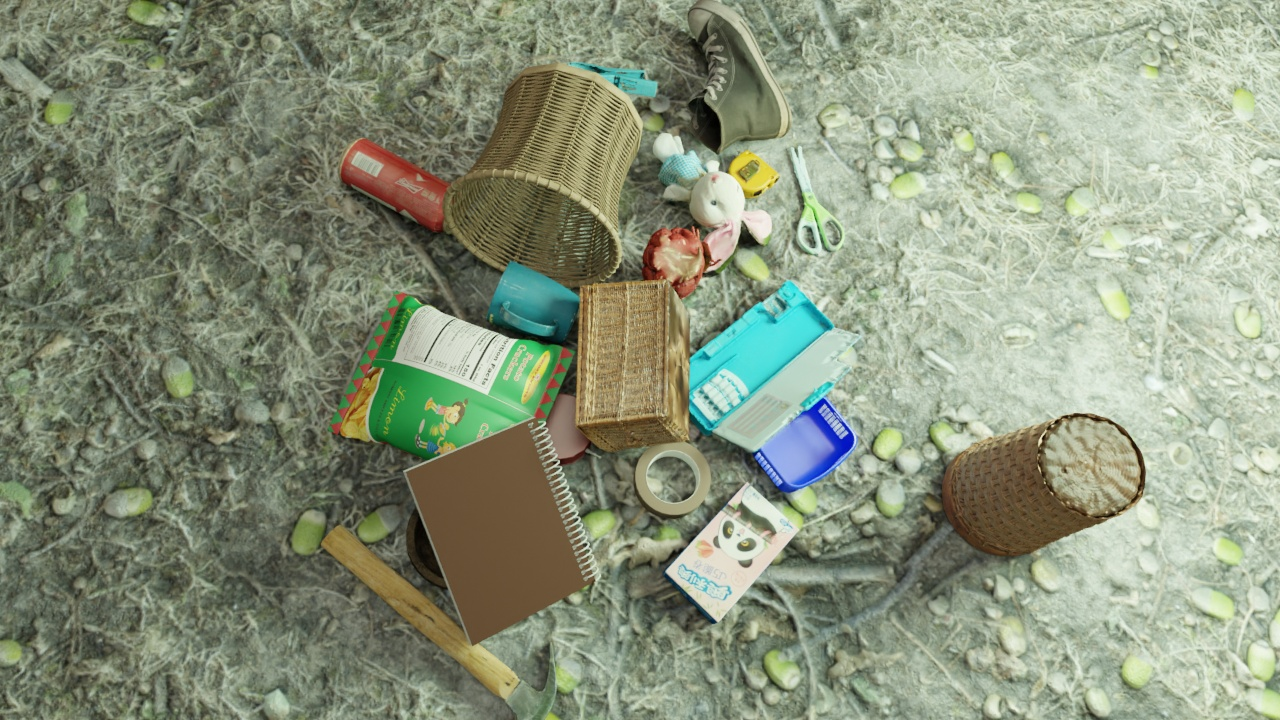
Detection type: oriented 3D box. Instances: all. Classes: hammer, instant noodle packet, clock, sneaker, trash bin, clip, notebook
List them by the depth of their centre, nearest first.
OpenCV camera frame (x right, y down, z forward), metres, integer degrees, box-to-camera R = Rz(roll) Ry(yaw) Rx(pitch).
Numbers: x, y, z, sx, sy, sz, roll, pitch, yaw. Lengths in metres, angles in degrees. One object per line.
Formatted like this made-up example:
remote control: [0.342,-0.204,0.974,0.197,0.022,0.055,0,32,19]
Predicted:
notebook: [-0.152,0.190,1.046,0.171,0.022,0.209,-22,98,-26]
hammer: [-0.236,0.304,1.062,0.330,0.033,0.132,37,74,9]
trash bin: [0.467,0.143,1.080,0.151,0.210,0.151,1,70,-4]
instant noodle packet: [-0.231,0.038,1.117,0.253,0.090,0.195,19,75,13]
clock: [-0.111,0.086,1.139,0.124,0.044,0.087,1,71,-4]
clip: [-0.037,-0.387,1.276,0.126,0.028,0.113,5,29,-15]
sneaker: [0.105,-0.402,1.297,0.119,0.095,0.234,-23,83,-22]

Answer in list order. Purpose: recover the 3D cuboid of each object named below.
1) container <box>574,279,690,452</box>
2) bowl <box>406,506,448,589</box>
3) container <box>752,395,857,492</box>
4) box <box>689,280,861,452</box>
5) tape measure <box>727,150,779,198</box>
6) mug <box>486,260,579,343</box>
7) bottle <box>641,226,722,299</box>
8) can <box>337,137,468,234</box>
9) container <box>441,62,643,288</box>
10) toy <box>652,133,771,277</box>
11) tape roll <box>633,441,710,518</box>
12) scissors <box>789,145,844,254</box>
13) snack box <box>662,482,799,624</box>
container: [-0.006,0.007,1.118,0.113,0.114,0.198,-5,68,17]
bowl: [-0.217,0.213,1.077,0.121,0.056,0.121,9,64,-18]
container: [0.201,0.107,1.150,0.114,0.058,0.096,-34,77,-15]
box: [0.166,0.015,1.172,0.226,0.074,0.181,-38,54,-16]
tape measure: [0.151,-0.260,1.287,0.068,0.030,0.058,44,71,11]
mug: [-0.134,-0.063,1.158,0.104,0.112,0.085,22,113,-5]
bottle: [0.049,-0.127,1.186,0.099,0.111,0.099,0,77,-1]
can: [-0.316,-0.231,1.218,0.170,0.067,0.067,28,71,5]
container: [-0.112,-0.235,1.164,0.227,0.227,0.195,15,64,1]
toy: [0.092,-0.234,1.236,0.131,0.106,0.205,-30,77,-17]
tape roll: [0.039,0.147,1.137,0.093,0.030,0.093,1,71,-4]
scissors: [0.242,-0.229,1.295,0.072,0.033,0.175,-9,75,-4]
snack box: [0.109,0.232,1.113,0.088,0.033,0.154,42,73,10]
